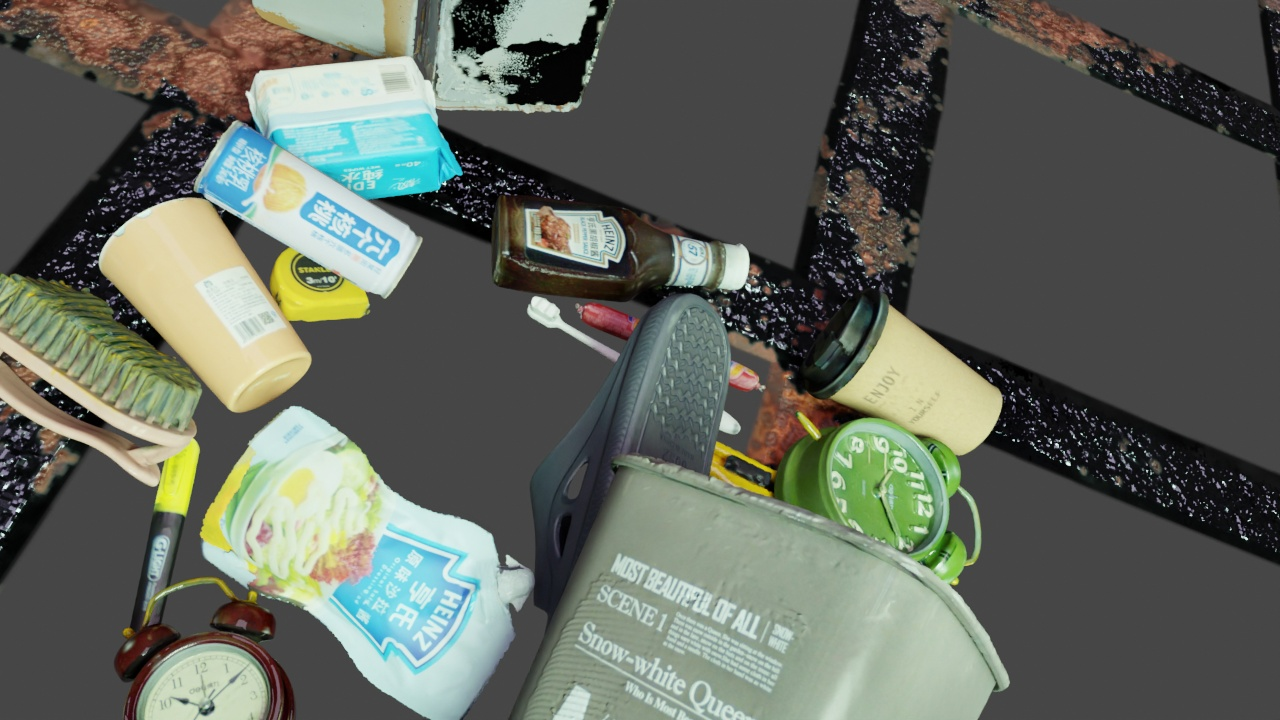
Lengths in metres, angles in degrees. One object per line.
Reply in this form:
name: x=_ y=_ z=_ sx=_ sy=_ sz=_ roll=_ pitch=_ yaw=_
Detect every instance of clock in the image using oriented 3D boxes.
clock: x=-0.231 y=0.176 z=0.489 sx=0.082 sy=0.055 sz=0.122 roll=-13 pitch=66 yaw=-22
clock: x=0.172 y=0.101 z=0.645 sx=0.161 sy=0.056 sz=0.116 roll=17 pitch=61 yaw=-18

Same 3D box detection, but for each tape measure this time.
tape measure: x=-0.222 y=-0.051 z=0.625 sx=0.059 sy=0.029 sz=0.057 roll=-7 pitch=61 yaw=-39

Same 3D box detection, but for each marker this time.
marker: x=-0.279 y=0.102 z=0.537 sx=0.018 sy=0.015 sz=0.124 roll=4 pitch=62 yaw=-10

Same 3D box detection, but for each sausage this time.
sausage: x=0.023 y=-0.010 z=0.685 sx=0.156 sy=0.020 sz=0.020 roll=23 pitch=59 yaw=-4

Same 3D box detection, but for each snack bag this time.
snack bag: x=-0.157 y=0.119 z=0.535 sx=0.191 sy=0.039 sz=0.110 roll=34 pitch=84 yaw=5

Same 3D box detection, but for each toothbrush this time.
toothbrush: x=-0.004 y=0.004 z=0.670 sx=0.180 sy=0.016 sz=0.016 roll=31 pitch=61 yaw=1

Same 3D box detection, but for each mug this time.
mug: x=-0.268 y=-0.032 z=0.578 sx=0.078 sy=0.078 sz=0.123 roll=-37 pitch=83 yaw=-29

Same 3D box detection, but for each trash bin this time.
trash bin: x=0.039 y=0.195 z=0.457 sx=0.199 sy=0.198 sz=0.219 roll=15 pitch=66 yaw=40

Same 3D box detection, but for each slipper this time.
slipper: x=-0.013 y=0.082 z=0.591 sx=0.110 sy=0.083 sz=0.267 roll=39 pitch=61 yaw=-45

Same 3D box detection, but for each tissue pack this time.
tissue pack: x=-0.209 y=-0.162 z=0.666 sx=0.139 sy=0.063 sz=0.090 roll=-14 pitch=70 yaw=-21

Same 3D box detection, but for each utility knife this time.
utility knife: x=0.044 y=0.067 z=0.652 sx=0.154 sy=0.015 sz=0.033 roll=27 pitch=56 yaw=-2

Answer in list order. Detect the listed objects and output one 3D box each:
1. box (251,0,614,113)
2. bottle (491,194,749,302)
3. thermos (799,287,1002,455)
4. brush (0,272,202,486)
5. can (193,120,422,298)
box: x=-0.157 y=-0.287 z=0.683 sx=0.272 sy=0.178 sz=0.106 roll=8 pitch=60 yaw=-14
bottle: x=-0.014 y=-0.081 z=0.696 sx=0.194 sy=0.044 sz=0.079 roll=5 pitch=55 yaw=-16
thermos: x=0.194 y=0.012 z=0.689 sx=0.143 sy=0.093 sz=0.092 roll=30 pitch=59 yaw=-9
brush: x=-0.324 y=0.011 z=0.541 sx=0.145 sy=0.063 sz=0.073 roll=33 pitch=93 yaw=7
can: x=-0.213 y=-0.096 z=0.598 sx=0.134 sy=0.053 sz=0.053 roll=32 pitch=57 yaw=-20
